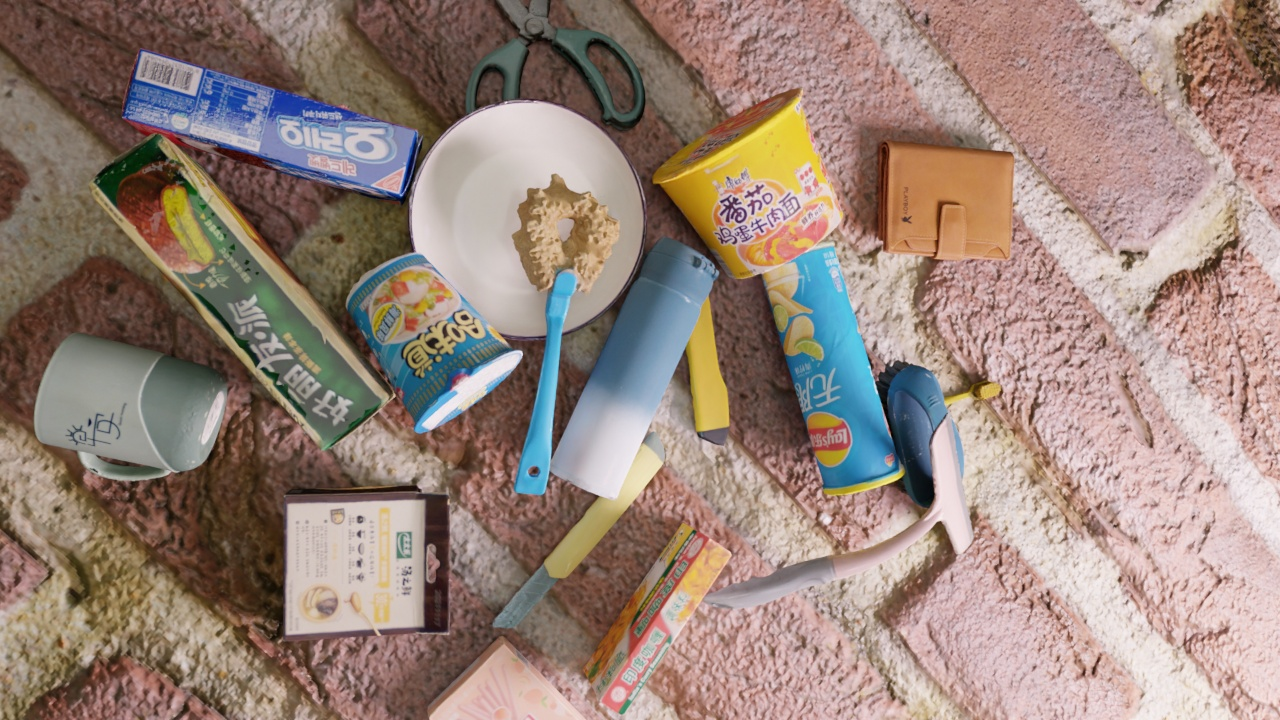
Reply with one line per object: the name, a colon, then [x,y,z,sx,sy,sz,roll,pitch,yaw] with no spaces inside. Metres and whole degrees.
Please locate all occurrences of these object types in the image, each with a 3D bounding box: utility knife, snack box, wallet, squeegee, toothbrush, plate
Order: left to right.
snack box: [-0.282,-0.045,0.676,0.063,0.114,0.240,-41,99,-9]
snack box: [-0.276,-0.175,0.705,0.207,0.058,0.057,14,87,-13]
snack box: [-0.215,0.158,0.725,0.125,0.053,0.113,0,90,-14]
plate: [-0.092,-0.113,0.751,0.192,0.039,0.192,-2,100,-14]
snack box: [-0.094,0.317,0.770,0.084,0.026,0.157,-43,99,-9]
utility knife: [-0.048,0.148,0.783,0.031,0.022,0.212,43,74,-9]
snack box: [0.012,0.212,0.768,0.027,0.077,0.155,37,82,-11]
utility knife: [0.055,-0.008,0.809,0.033,0.015,0.170,-8,91,-19]
squeegee: [0.171,0.170,0.791,0.250,0.040,0.248,-26,141,8]
toothbrush: [0.251,0.049,0.855,0.190,0.017,0.015,-15,94,-13]
wallet: [0.285,-0.147,0.856,0.131,0.031,0.108,3,88,-12]

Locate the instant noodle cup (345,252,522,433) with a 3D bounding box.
instant noodle cup: [-0.159,-0.019,0.685,0.099,0.099,0.110,-37,84,-11]

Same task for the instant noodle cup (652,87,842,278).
instant noodle cup: [0.096,-0.141,0.761,0.138,0.138,0.110,-36,107,-11]

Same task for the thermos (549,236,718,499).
thermos: [-0.005,0.004,0.765,0.070,0.070,0.220,25,87,-13]

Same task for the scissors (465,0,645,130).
scissors: [-0.088,-0.235,0.771,0.170,0.019,0.180,45,82,-11]

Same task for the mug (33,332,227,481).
mug: [-0.373,0.045,0.678,0.106,0.082,0.112,16,117,-14]

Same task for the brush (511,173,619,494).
brush: [-0.070,-0.018,0.724,0.083,0.046,0.254,7,95,-17]

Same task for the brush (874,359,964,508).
brush: [0.253,0.071,0.813,0.055,0.073,0.144,-24,114,-14]

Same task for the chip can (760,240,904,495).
chip can: [0.164,0.007,0.796,0.071,0.071,0.210,-16,89,-13]
